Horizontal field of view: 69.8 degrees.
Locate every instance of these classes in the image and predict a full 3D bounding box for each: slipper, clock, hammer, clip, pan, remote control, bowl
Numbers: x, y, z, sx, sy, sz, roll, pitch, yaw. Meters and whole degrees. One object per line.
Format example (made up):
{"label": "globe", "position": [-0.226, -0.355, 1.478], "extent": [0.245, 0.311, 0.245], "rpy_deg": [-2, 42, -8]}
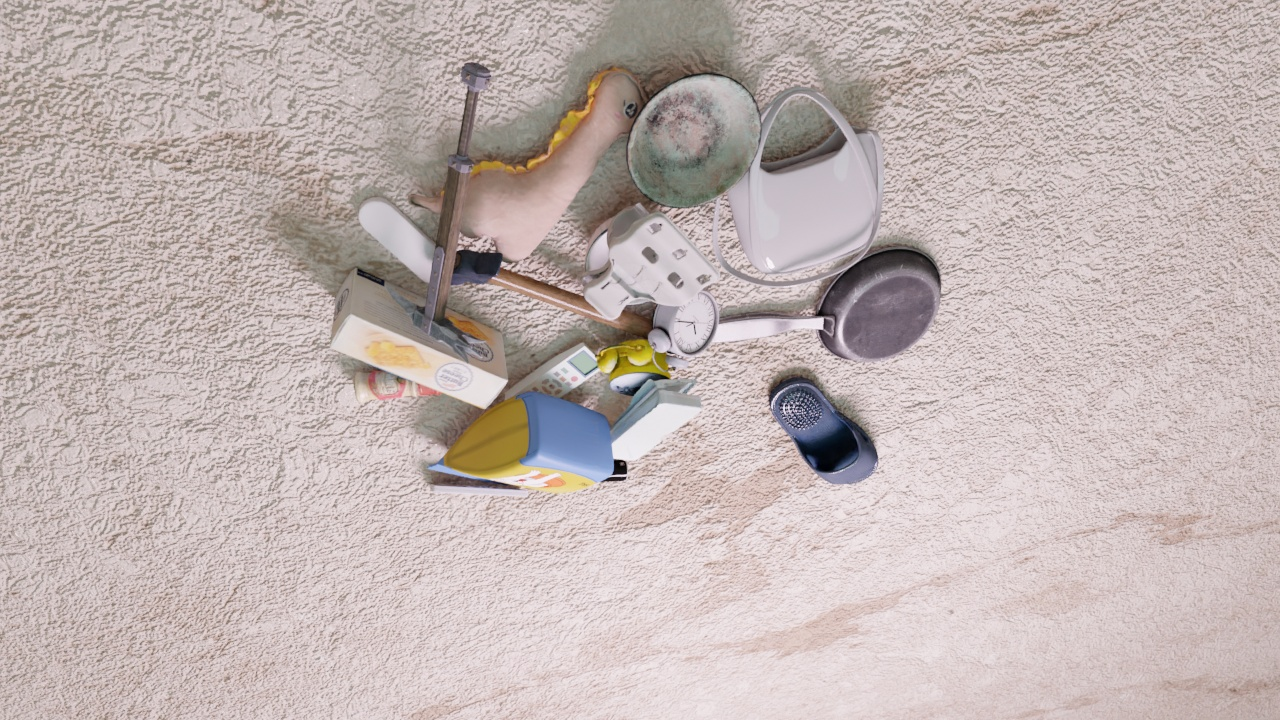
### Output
{"label": "slipper", "position": [0.281, 0.128, 1.376], "extent": [0.101, 0.082, 0.263], "rpy_deg": [-34, 127, 16]}
{"label": "clock", "position": [-0.007, 0.007, 1.207], "extent": [0.083, 0.057, 0.118], "rpy_deg": [-14, 154, 28]}
{"label": "hammer", "position": [-0.203, -0.163, 0.978], "extent": [0.028, 0.147, 0.318], "rpy_deg": [-30, 146, -51]}
{"label": "hammer", "position": [-0.086, -0.073, 1.129], "extent": [0.321, 0.129, 0.040], "rpy_deg": [18, 82, -37]}
{"label": "clip", "position": [0.001, -0.115, 1.068], "extent": [0.153, 0.096, 0.126], "rpy_deg": [-22, 131, 33]}
{"label": "pan", "position": [0.249, -0.056, 1.252], "extent": [0.356, 0.055, 0.188], "rpy_deg": [-12, 129, -10]}
{"label": "remote control", "position": [-0.275, -0.139, 1.081], "extent": [0.043, 0.013, 0.136], "rpy_deg": [-34, 127, 14]}
{"label": "remote control", "position": [-0.234, 0.187, 1.326], "extent": [0.135, 0.050, 0.011], "rpy_deg": [6, 83, -17]}
{"label": "remote control", "position": [-0.119, 0.026, 1.238], "extent": [0.143, 0.024, 0.049], "rpy_deg": [-34, 131, 15]}
{"label": "clock", "position": [0.054, -0.041, 1.179], "extent": [0.122, 0.035, 0.094], "rpy_deg": [-58, 135, -14]}
{"label": "bowl", "position": [-0.013, -0.133, 1.115], "extent": [0.118, 0.062, 0.118], "rpy_deg": [-7, 128, -9]}
{"label": "bowl", "position": [0.054, -0.246, 1.013], "extent": [0.157, 0.038, 0.158], "rpy_deg": [-11, 131, -14]}

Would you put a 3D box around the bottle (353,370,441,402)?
{"label": "bottle", "position": [-0.313, 0.030, 1.185], "extent": [0.109, 0.044, 0.044], "rpy_deg": [-6, 128, -8]}

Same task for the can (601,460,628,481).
{"label": "can", "position": [-0.060, 0.164, 1.355], "extent": [0.080, 0.031, 0.032], "rpy_deg": [0, 127, -13]}

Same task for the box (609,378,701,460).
{"label": "box", "position": [0.006, 0.084, 1.248], "extent": [0.082, 0.066, 0.200], "rpy_deg": [-18, 164, -34]}

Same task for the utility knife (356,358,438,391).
{"label": "utility knife", "position": [-0.299, 0.011, 1.153], "extent": [0.178, 0.015, 0.031], "rpy_deg": [20, 139, 0]}

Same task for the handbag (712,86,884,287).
{"label": "handbag", "position": [0.183, -0.210, 1.083], "extent": [0.216, 0.095, 0.223], "rpy_deg": [-18, 127, -2]}

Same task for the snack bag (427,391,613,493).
{"label": "snack bag", "position": [-0.163, 0.130, 1.248], "extent": [0.206, 0.102, 0.159], "rpy_deg": [-24, 151, 31]}

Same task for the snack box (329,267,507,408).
{"label": "snack box", "position": [-0.266, -0.025, 1.113], "extent": [0.207, 0.104, 0.058], "rpy_deg": [25, 118, -28]}

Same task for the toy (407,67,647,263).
{"label": "toy", "position": [-0.113, -0.227, 1.020], "extent": [0.196, 0.065, 0.265], "rpy_deg": [25, 116, -32]}
